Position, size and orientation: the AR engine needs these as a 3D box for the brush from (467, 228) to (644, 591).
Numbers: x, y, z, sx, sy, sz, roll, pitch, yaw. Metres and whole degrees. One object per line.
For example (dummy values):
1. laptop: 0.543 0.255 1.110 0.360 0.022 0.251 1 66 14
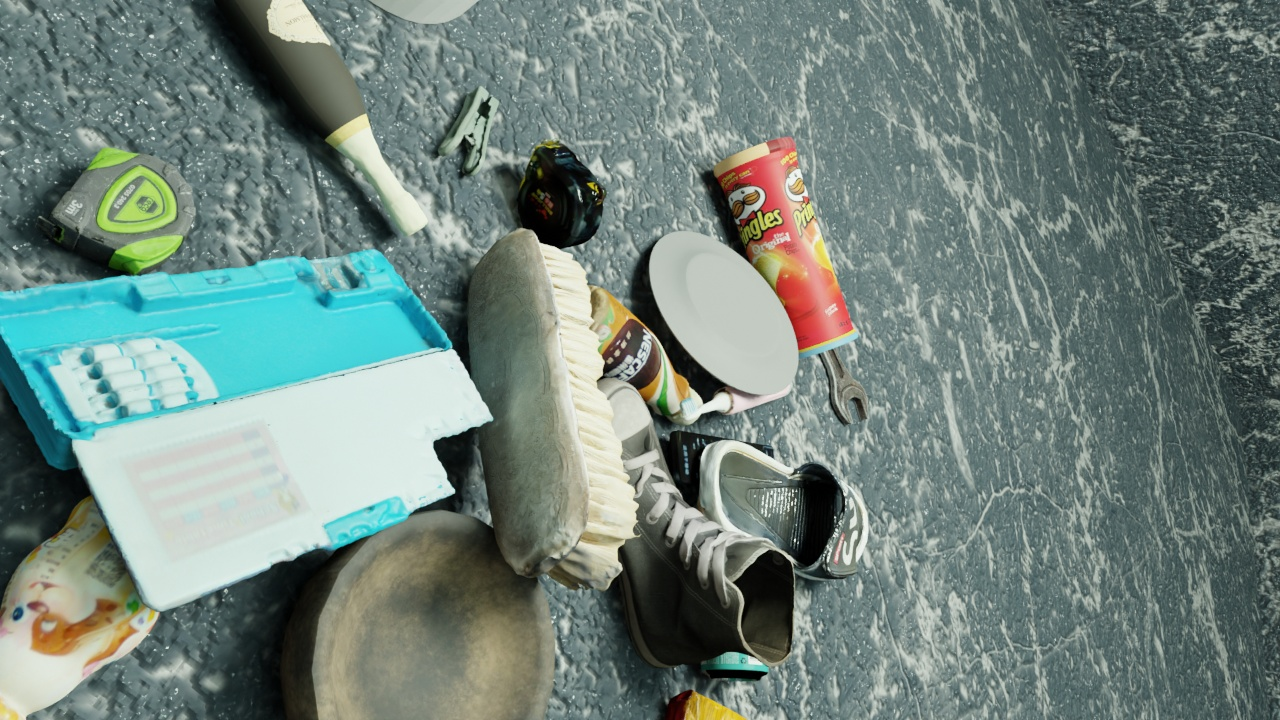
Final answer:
1. brush: -0.065 0.020 0.598 0.056 0.083 0.270 29 34 -41

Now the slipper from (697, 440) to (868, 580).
1. slipper: 0.151 0.139 0.839 0.263 0.063 0.111 26 61 -40

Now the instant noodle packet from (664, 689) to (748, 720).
1. instant noodle packet: 0.062 0.325 0.713 0.135 0.040 0.098 39 51 -30

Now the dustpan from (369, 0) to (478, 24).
1. dustpan: -0.174 -0.388 0.706 0.191 0.053 0.257 20 62 -43

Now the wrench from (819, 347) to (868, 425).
1. wrench: 0.191 -0.049 1.021 0.069 0.010 0.273 -36 103 -49

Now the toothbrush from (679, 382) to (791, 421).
1. toothbrush: 0.088 0.033 0.829 0.222 0.027 0.026 -9 79 -61

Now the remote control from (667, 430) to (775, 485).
1. remote control: 0.075 0.094 0.829 0.150 0.022 0.047 15 65 -47

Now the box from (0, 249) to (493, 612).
1. box: -0.189 0.020 0.490 0.181 0.039 0.226 50 35 17

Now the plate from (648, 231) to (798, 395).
1. plate: 0.082 -0.049 0.840 0.178 0.012 0.178 25 45 -27

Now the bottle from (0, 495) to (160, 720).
1. bottle: -0.256 0.113 0.417 0.063 0.063 0.108 50 45 -23

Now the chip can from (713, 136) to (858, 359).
1. chip can: 0.149 -0.112 0.940 0.086 0.087 0.213 -23 94 -50

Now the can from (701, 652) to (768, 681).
1. can: 0.077 0.211 0.760 0.055 0.055 0.101 23 59 -41

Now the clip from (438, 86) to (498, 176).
1. clip: -0.130 -0.176 0.701 0.037 0.023 0.074 36 50 -33

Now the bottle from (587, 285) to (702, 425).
1. bottle: -0.004 0.004 0.746 0.167 0.059 0.059 41 48 -43

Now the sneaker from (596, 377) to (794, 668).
1. sneaker: 0.031 0.120 0.683 0.095 0.120 0.235 -17 93 -49

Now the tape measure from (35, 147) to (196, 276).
1. tape measure: -0.274 -0.078 0.492 0.058 0.036 0.065 36 54 -23

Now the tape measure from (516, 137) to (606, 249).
1. tape measure: -0.063 -0.124 0.718 0.071 0.072 0.042 45 34 13

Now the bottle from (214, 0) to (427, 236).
1. bottle: -0.199 -0.162 0.598 0.184 0.045 0.045 57 42 -16

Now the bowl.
1. bowl: -0.132 0.171 0.529 0.162 0.070 0.162 20 61 -43
